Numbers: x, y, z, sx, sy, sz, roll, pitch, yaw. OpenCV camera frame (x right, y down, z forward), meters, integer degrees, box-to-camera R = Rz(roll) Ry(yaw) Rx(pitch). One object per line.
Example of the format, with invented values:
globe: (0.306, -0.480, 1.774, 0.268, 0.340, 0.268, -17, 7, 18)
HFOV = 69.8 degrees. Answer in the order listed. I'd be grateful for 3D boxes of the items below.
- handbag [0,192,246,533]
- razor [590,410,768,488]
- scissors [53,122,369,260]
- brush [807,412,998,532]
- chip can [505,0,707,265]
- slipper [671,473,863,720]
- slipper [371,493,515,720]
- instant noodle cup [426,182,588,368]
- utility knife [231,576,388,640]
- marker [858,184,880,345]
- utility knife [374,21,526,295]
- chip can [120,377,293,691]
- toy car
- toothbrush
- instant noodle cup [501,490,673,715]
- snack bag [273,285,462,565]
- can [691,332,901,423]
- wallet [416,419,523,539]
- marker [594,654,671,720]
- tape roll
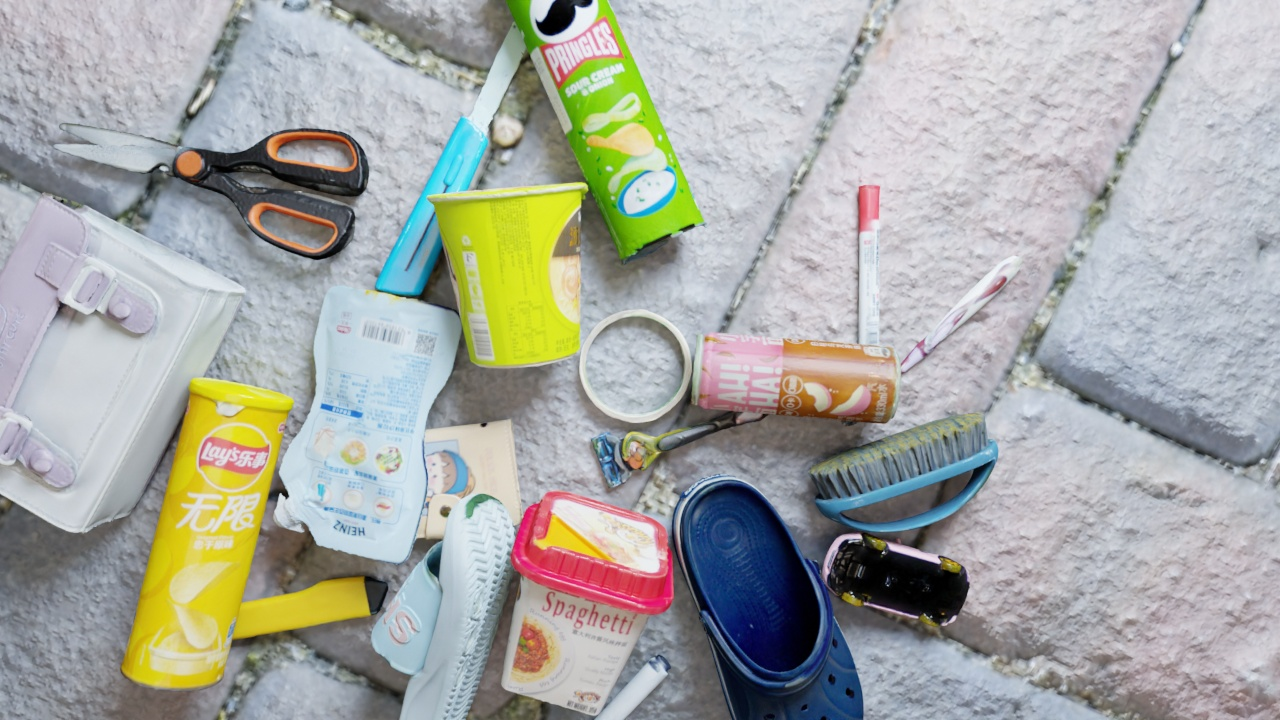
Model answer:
handbag: (-0.398, 0.000, 0.651, 0.145, 0.098, 0.197, 28, 92, 2)
razor: (0.036, 0.057, 0.704, 0.142, 0.022, 0.042, -19, 96, -1)
scissors: (-0.313, -0.154, 0.681, 0.234, 0.022, 0.152, 35, 85, 0)
brush: (0.202, 0.091, 0.694, 0.144, 0.055, 0.073, -19, 94, -1)
chip can: (-0.030, -0.190, 0.660, 0.072, 0.072, 0.236, -24, 95, -1)
slipper: (0.103, 0.203, 0.675, 0.105, 0.095, 0.253, -21, 89, -11)
slipper: (-0.151, 0.204, 0.668, 0.074, 0.104, 0.246, 20, 104, 9)
instant noodle cup: (-0.088, -0.061, 0.655, 0.111, 0.111, 0.123, -5, 103, -2)
utility knife: (-0.269, 0.190, 0.705, 0.156, 0.015, 0.033, -10, 88, 0)
marker: (0.175, -0.061, 0.703, 0.017, 0.017, 0.145, -1, 94, -2)
utility knife: (-0.137, -0.149, 0.686, 0.034, 0.018, 0.225, 25, 91, -3)
chip can: (-0.312, 0.122, 0.663, 0.072, 0.072, 0.213, 14, 90, -3)
toy car: (0.197, 0.168, 0.711, 0.122, 0.037, 0.056, 19, 96, -16)
toothbrush: (0.225, -0.015, 0.707, 0.187, 0.017, 0.016, -43, 91, 2)
instant noodle cup: (-0.045, 0.178, 0.669, 0.116, 0.116, 0.124, 17, 104, -3)
snack bag: (-0.200, 0.045, 0.672, 0.110, 0.039, 0.191, 12, 85, -3)
can: (0.113, 0.013, 0.677, 0.147, 0.058, 0.058, 5, 93, 5)
wallet: (-0.150, 0.094, 0.700, 0.115, 0.024, 0.087, -6, 89, -2)
marker: (-0.026, 0.280, 0.718, 0.022, 0.018, 0.131, 43, 92, 5)
tape roll: (-0.004, 0.004, 0.702, 0.086, 0.014, 0.086, 0, 94, -2)
